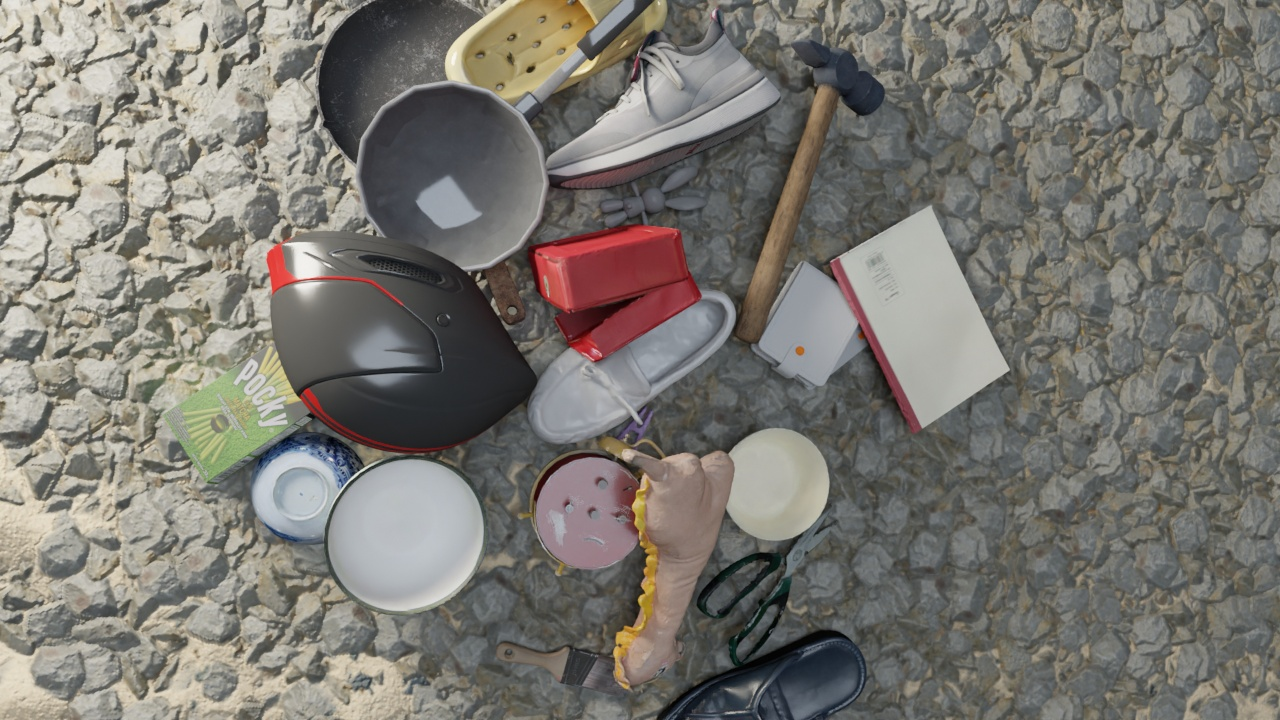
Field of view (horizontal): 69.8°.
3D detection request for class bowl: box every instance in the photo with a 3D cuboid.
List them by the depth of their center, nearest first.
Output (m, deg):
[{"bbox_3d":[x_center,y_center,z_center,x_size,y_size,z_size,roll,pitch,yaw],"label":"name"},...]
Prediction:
[{"bbox_3d":[-0.230,0.162,0.893,0.153,0.073,0.153,-2,96,-22],"label":"bowl"},{"bbox_3d":[-0.328,0.128,0.900,0.114,0.045,0.114,0,89,-9],"label":"bowl"},{"bbox_3d":[0.133,0.127,0.967,0.115,0.062,0.115,0,90,-9],"label":"bowl"}]

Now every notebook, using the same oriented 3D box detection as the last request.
[{"bbox_3d":[0.309,-0.047,1.007,0.152,0.012,0.209,-29,95,-20],"label":"notebook"}]

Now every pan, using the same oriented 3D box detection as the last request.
[{"bbox_3d":[-0.111,-0.234,0.865,0.357,0.041,0.178,-42,107,7],"label":"pan"},{"bbox_3d":[-0.192,-0.196,0.930,0.207,0.040,0.357,-22,94,-9],"label":"pan"}]

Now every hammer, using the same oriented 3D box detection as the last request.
[{"bbox_3d":[0.160,-0.172,0.958,0.129,0.040,0.321,21,87,-40],"label":"hammer"}]

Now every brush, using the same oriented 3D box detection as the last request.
[{"bbox_3d":[-0.077,0.317,0.956,0.151,0.012,0.039,17,87,-9],"label":"brush"}]

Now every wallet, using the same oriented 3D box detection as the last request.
[{"bbox_3d":[0.194,-0.028,0.992,0.115,0.037,0.118,32,81,-8],"label":"wallet"}]

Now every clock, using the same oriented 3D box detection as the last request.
[{"bbox_3d":[-0.038,0.142,0.929,0.158,0.081,0.117,-33,95,-8],"label":"clock"}]

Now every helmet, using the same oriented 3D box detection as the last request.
[{"bbox_3d":[-0.222,0.000,0.852,0.264,0.165,0.169,15,66,-28],"label":"helmet"}]

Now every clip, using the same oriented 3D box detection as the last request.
[{"bbox_3d":[-0.010,0.072,0.970,0.042,0.014,0.052,8,91,-7],"label":"clip"}]

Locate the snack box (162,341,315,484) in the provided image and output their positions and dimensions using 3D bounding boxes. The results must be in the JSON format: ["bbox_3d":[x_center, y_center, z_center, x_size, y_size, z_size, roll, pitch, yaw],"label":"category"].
[{"bbox_3d":[-0.375,0.044,0.895,0.147,0.025,0.080,-35,82,-8],"label":"snack box"}]

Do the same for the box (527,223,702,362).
[{"bbox_3d":[-0.030,-0.081,0.889,0.134,0.157,0.112,-27,104,-11],"label":"box"}]

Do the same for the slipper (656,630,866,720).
[{"bbox_3d":[0.126,0.377,0.953,0.265,0.083,0.109,-27,96,-7],"label":"slipper"}]

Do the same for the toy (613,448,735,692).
[{"bbox_3d":[0.010,0.206,0.894,0.195,0.065,0.264,13,102,-44],"label":"toy"}]

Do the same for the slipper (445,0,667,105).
[{"bbox_3d":[-0.075,-0.334,0.907,0.261,0.079,0.111,-37,99,-20],"label":"slipper"}]

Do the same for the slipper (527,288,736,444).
[{"bbox_3d":[-0.006,0.006,0.947,0.246,0.075,0.112,-32,79,-6],"label":"slipper"}]

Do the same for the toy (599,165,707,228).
[{"bbox_3d":[0.013,-0.169,0.966,0.111,0.030,0.049,-18,93,-1],"label":"toy"}]

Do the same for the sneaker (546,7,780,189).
[{"bbox_3d":[0.008,-0.263,0.938,0.262,0.097,0.128,-27,91,-12],"label":"sneaker"}]

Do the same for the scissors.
[{"bbox_3d":[0.134,0.214,0.961,0.209,0.015,0.142,-53,127,-10],"label":"scissors"}]
